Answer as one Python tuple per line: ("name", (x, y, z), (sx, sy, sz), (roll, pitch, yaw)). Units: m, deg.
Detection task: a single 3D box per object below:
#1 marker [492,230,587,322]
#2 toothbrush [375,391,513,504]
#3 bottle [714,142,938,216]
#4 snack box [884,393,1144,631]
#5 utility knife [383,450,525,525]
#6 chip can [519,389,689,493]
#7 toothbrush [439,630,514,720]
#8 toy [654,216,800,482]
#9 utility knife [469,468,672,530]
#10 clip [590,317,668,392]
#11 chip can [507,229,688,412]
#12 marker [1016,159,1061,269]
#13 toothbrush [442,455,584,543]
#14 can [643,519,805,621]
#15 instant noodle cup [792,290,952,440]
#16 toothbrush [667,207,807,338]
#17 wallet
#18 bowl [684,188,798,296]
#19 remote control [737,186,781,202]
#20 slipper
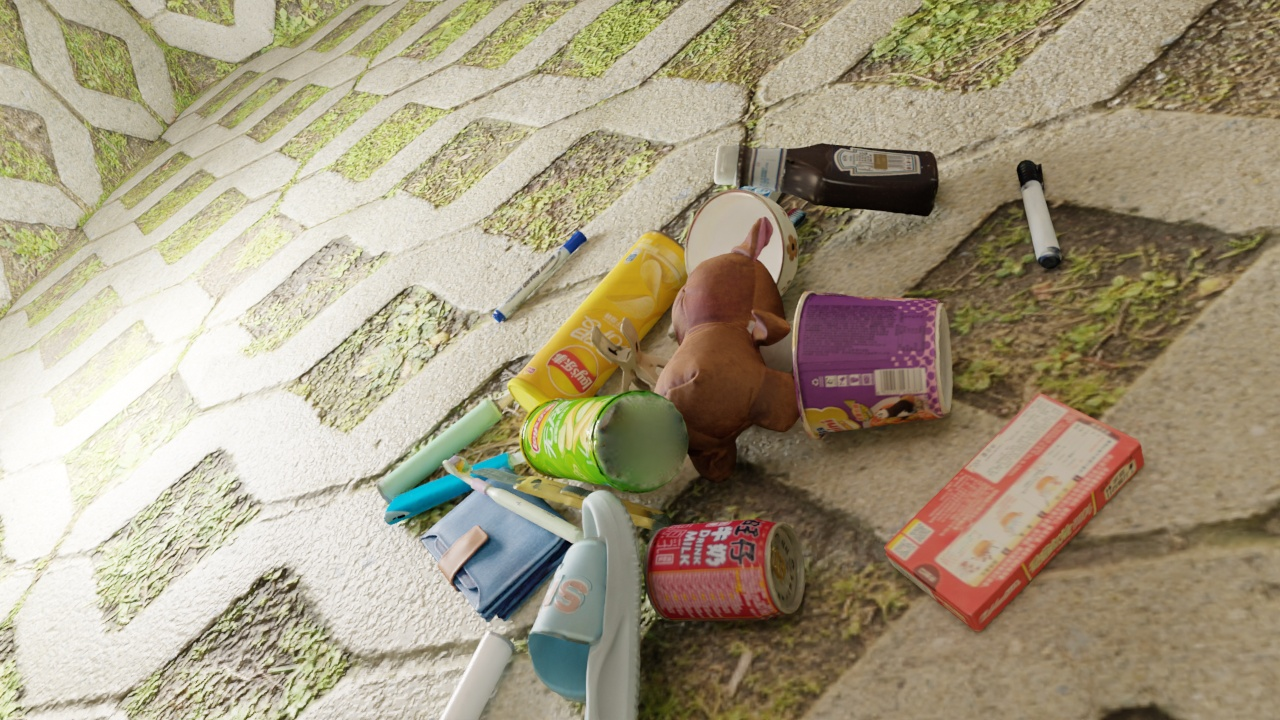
("marker", (-0.118, -0.099, 1.075), (0.145, 0.017, 0.017), (-46, 38, -13))
("toothbrush", (-0.173, 0.068, 0.929), (0.224, 0.027, 0.026), (-38, 70, -2))
("bottle", (0.165, -0.169, 0.830), (0.195, 0.044, 0.079), (7, 38, 8))
("snack box", (0.234, 0.092, 0.578), (0.152, 0.025, 0.075), (-42, 38, -8))
("utility knife", (-0.155, 0.110, 0.875), (0.207, 0.018, 0.034), (-24, 25, 16))
("chip can", (-0.035, 0.062, 0.716), (0.072, 0.072, 0.222), (-49, 13, -17))
("toothbrush", (-0.153, 0.300, 0.659), (0.220, 0.026, 0.026), (-62, 10, -31))
("toy", (0.077, -0.011, 0.742), (0.140, 0.130, 0.199), (-46, 31, 39))
("utility knife", (-0.059, 0.114, 0.759), (0.195, 0.020, 0.030), (6, 15, 27))
("clip", (-0.014, 0.009, 0.809), (0.081, 0.104, 0.034), (-26, 37, 38))
("chip can", (-0.035, -0.030, 0.888), (0.072, 0.072, 0.213), (18, 62, 47))
("marker", (0.324, -0.121, 0.745), (0.023, 0.018, 0.130), (-9, 44, 19))
("toothbrush", (-0.108, 0.118, 0.779), (0.190, 0.029, 0.020), (19, 92, 44))
("can", (0.058, 0.144, 0.628), (0.094, 0.066, 0.066), (-10, 44, 31))
("instant noodle cup", (0.172, 0.000, 0.668), (0.099, 0.112, 0.111), (-4, 47, 23))
("toothbrush", (0.095, -0.085, 0.892), (0.187, 0.016, 0.017), (-44, 47, -11))
("wallet", (-0.123, 0.154, 0.788), (0.106, 0.040, 0.133), (-41, 36, -14))
("bowl", (0.103, -0.099, 0.844), (0.114, 0.062, 0.113), (6, 98, 45))
("remote control", (0.108, -0.148, 0.941), (0.049, 0.024, 0.124), (6, 52, 42))
("slipper", (-0.038, 0.204, 0.602), (0.074, 0.104, 0.244), (1, 51, -1))
